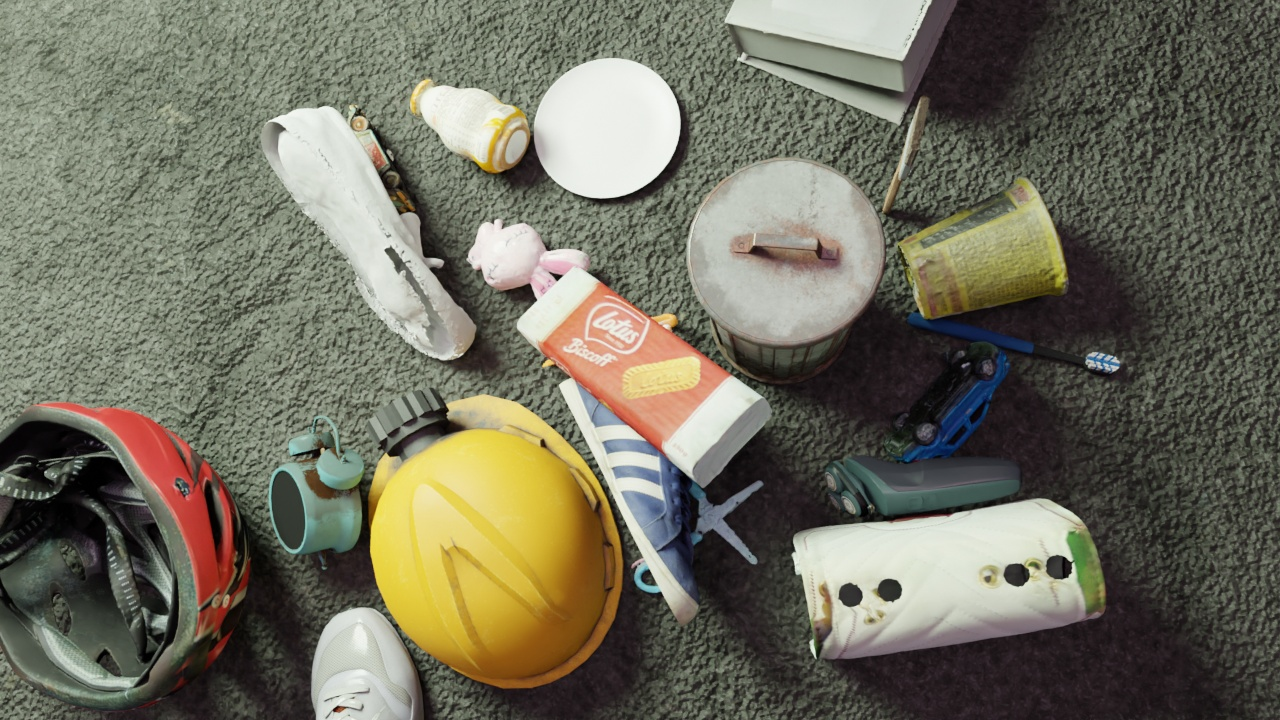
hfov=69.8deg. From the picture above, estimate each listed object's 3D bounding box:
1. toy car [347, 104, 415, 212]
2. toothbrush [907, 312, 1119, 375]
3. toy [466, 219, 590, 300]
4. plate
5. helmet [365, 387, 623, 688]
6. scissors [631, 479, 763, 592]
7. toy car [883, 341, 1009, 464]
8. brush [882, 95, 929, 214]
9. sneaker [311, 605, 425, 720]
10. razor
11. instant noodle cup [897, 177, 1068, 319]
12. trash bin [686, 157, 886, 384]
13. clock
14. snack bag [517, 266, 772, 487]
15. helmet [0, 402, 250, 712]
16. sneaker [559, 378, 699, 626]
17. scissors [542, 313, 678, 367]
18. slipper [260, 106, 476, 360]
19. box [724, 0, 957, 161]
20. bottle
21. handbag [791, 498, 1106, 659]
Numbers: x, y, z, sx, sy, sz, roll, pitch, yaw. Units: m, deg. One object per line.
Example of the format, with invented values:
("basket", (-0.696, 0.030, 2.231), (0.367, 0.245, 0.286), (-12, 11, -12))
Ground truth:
("toy car", (-0.250, -0.180, 0.846), (0.047, 0.047, 0.112), (-31, 77, -1))
("toothbrush", (0.305, -0.015, 0.756), (0.168, 0.014, 0.014), (15, 71, 10))
("toy", (-0.102, -0.086, 0.810), (0.110, 0.047, 0.063), (24, 93, 8))
("plate", (-0.031, -0.211, 0.839), (0.134, 0.011, 0.134), (-1, 80, 8))
("helmet", (-0.132, 0.144, 0.731), (0.205, 0.131, 0.255), (-33, 78, 1))
("scissors", (0.038, 0.129, 0.771), (0.135, 0.015, 0.135), (-35, 77, -3))
("toy car", (0.248, 0.038, 0.736), (0.043, 0.056, 0.120), (38, 92, -10))
("brush", (0.206, -0.149, 0.727), (0.008, 0.143, 0.045), (13, 73, 9))
("sneaker", (-0.223, 0.316, 0.715), (0.089, 0.124, 0.239), (-15, 78, 5))
("razor", (0.214, 0.093, 0.699), (0.143, 0.047, 0.052), (-8, 35, 14))
("instant noodle cup", (0.271, -0.081, 0.736), (0.108, 0.102, 0.102), (-19, 78, 13))
("trash bin", (0.107, -0.057, 0.690), (0.131, 0.211, 0.130), (-1, 80, 8))
("clock", (-0.271, 0.108, 0.773), (0.090, 0.053, 0.124), (21, 110, 41))
("snack bag", (-0.004, 0.004, 0.708), (0.077, 0.041, 0.225), (-46, 54, -9))
("helmet", (-0.428, 0.155, 0.749), (0.272, 0.166, 0.218), (40, 102, 18))
("sneaker", (0.034, 0.080, 0.724), (0.118, 0.091, 0.233), (-28, 52, -3))
("scissors", (-0.030, -0.010, 0.783), (0.130, 0.070, 0.013), (-18, 106, 13))
("slipper", (-0.225, -0.107, 0.793), (0.074, 0.112, 0.247), (-38, 98, -25))
("box", (0.202, -0.297, 0.927), (0.172, 0.404, 0.168), (25, 85, 12))
("bottle", (-0.156, -0.217, 0.833), (0.108, 0.063, 0.063), (31, 85, 13))
("handbag", (0.214, 0.160, 0.674), (0.198, 0.142, 0.096), (-9, 77, 5))
